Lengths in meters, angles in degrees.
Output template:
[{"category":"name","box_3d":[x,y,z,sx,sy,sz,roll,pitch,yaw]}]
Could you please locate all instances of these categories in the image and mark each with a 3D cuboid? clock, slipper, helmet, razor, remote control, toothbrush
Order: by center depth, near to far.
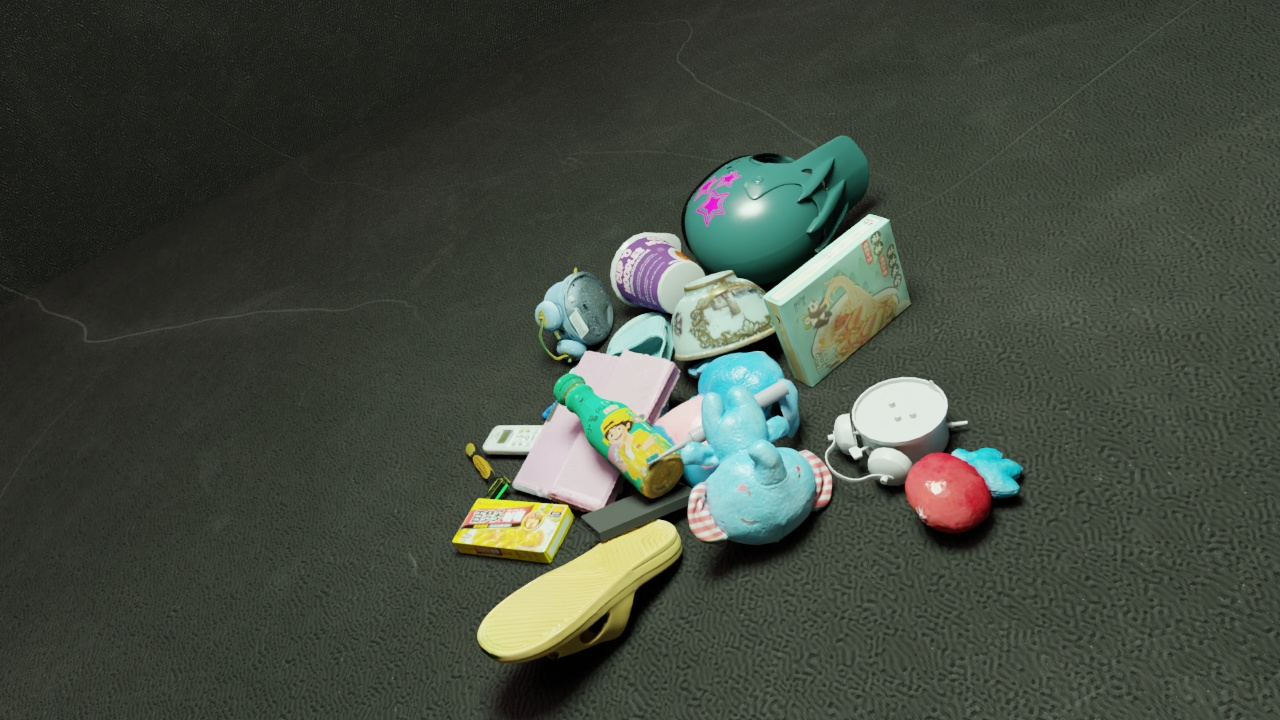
[{"category":"slipper","box_3d":[-0.054,0.270,1.021,0.262,0.078,0.100,-29,25,-34]},{"category":"clock","box_3d":[0.284,0.082,1.050,0.159,0.061,0.120,-32,36,-11]},{"category":"toothbrush","box_3d":[0.089,0.075,1.071,0.188,0.019,0.018,-29,17,-7]},{"category":"remote control","box_3d":[-0.001,0.179,1.108,0.133,0.013,0.058,-19,19,-22]},{"category":"razor","box_3d":[-0.223,0.156,1.314,0.044,0.021,0.144,-53,37,4]},{"category":"remote control","box_3d":[-0.165,0.117,1.325,0.134,0.022,0.050,-2,43,30]},{"category":"slipper","box_3d":[-0.008,0.008,1.327,0.116,0.069,0.275,-19,37,16]},{"category":"helmet","box_3d":[0.206,-0.228,1.390,0.274,0.176,0.200,-43,36,-22]},{"category":"clock","box_3d":[-0.106,-0.068,1.442,0.060,0.118,0.161,-12,30,38]}]

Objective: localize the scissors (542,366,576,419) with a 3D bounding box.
[{"category":"scissors","box_3d":[-0.100,0.041,1.370,0.125,0.013,0.126,-42,24,5]}]

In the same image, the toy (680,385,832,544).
[{"category":"toy","box_3d":[0.127,0.115,1.022,0.183,0.180,0.115,-14,-6,-16]}]

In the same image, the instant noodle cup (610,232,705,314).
[{"category":"instant noodle cup","box_3d":[0.041,-0.130,1.409,0.136,0.122,0.122,-44,34,-8]}]

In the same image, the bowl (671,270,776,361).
[{"category":"bowl","box_3d":[0.109,-0.070,1.273,0.160,0.094,0.159,-18,10,3]}]

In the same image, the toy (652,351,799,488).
[{"category":"toy","box_3d":[0.095,0.063,1.174,0.191,0.099,0.224,-45,35,-9]}]

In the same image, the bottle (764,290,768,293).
[{"category":"bottle","box_3d":[0.178,-0.089,1.358,0.033,0.033,0.123,-44,38,-23]}]

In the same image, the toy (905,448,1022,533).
[{"category":"toy","box_3d":[0.338,0.131,0.964,0.132,0.062,0.092,-20,49,-22]}]

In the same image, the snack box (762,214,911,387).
[{"category":"snack box","box_3d":[0.260,-0.078,1.198,0.193,0.141,0.044,-37,36,-14]}]

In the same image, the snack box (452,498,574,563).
[{"category":"snack box","box_3d":[-0.166,0.220,1.194,0.152,0.025,0.075,-1,43,31]}]

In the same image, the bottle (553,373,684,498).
[{"category":"bottle","box_3d":[-0.035,0.086,1.152,0.068,0.068,0.210,-38,51,-16]}]

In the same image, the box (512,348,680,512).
[{"category":"box","box_3d":[-0.067,0.087,1.239,0.179,0.040,0.232,10,64,36]}]
